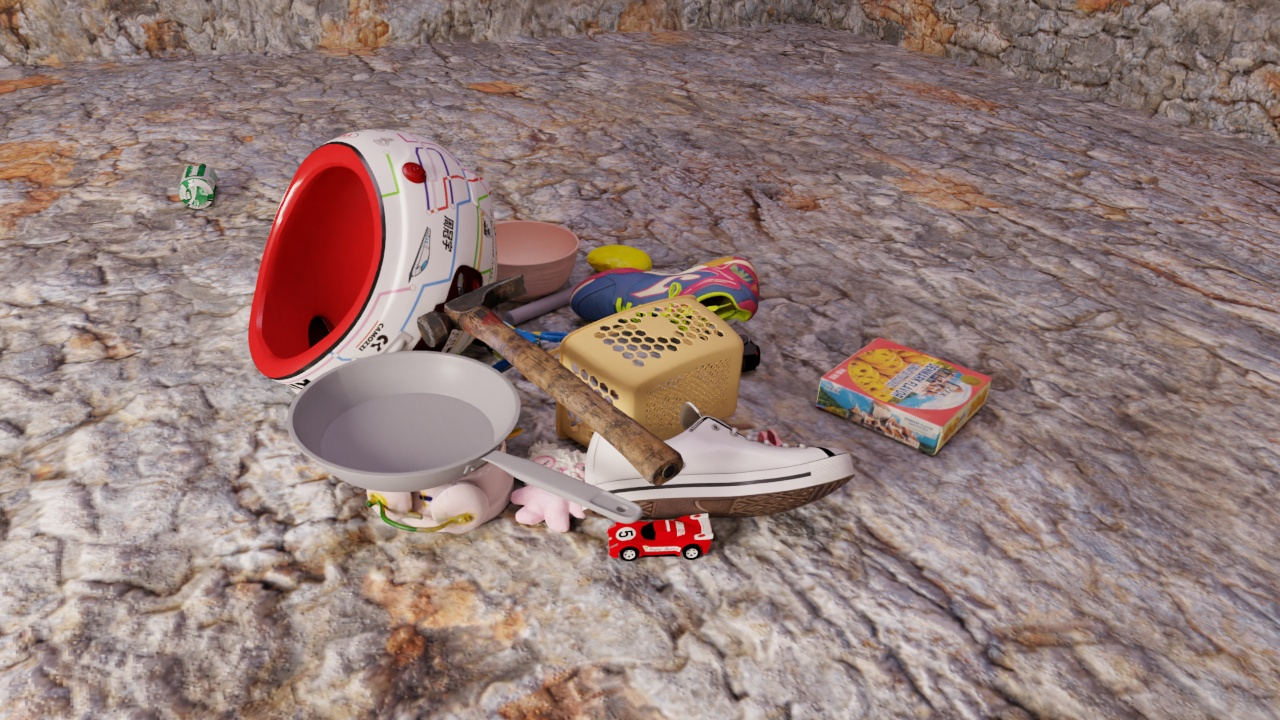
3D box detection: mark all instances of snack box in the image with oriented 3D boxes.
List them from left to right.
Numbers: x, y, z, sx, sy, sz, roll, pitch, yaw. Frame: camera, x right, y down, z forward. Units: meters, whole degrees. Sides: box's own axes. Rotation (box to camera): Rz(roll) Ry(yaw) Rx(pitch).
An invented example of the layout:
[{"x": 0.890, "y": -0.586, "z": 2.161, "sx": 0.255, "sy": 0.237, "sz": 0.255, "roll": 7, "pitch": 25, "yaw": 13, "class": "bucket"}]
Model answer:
[{"x": 0.297, "y": 0.035, "z": 1.031, "sx": 0.145, "sy": 0.040, "sz": 0.142, "roll": 24, "pitch": 35, "yaw": 33, "class": "snack box"}]

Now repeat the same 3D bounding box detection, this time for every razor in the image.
[{"x": -0.211, "y": -0.026, "z": 1.115, "sx": 0.144, "sy": 0.021, "sz": 0.043, "roll": 14, "pitch": 31, "yaw": 23, "class": "razor"}, {"x": -0.163, "y": 0.013, "z": 0.991, "sx": 0.141, "sy": 0.018, "sz": 0.043, "roll": -25, "pitch": 22, "yaw": 21, "class": "razor"}]

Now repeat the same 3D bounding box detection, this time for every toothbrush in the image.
[{"x": -0.104, "y": -0.084, "z": 1.228, "sx": 0.019, "sy": 0.018, "sz": 0.187, "roll": 24, "pitch": 36, "yaw": 36, "class": "toothbrush"}]

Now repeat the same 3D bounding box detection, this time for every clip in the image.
[{"x": 0.144, "y": 0.092, "z": 0.936, "sx": 0.045, "sy": 0.023, "sz": 0.059, "roll": 7, "pitch": 31, "yaw": -2, "class": "clip"}]

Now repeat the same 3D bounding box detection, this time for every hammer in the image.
[{"x": -0.073, "y": 0.011, "z": 0.827, "sx": 0.119, "sy": 0.033, "sz": 0.330, "roll": -31, "pitch": 44, "yaw": -26, "class": "hammer"}]

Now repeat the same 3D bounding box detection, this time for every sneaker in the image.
[{"x": 0.025, "y": -0.070, "z": 1.132, "sx": 0.242, "sy": 0.116, "sz": 0.090, "roll": -7, "pitch": 52, "yaw": 15, "class": "sneaker"}, {"x": 0.068, "y": 0.086, "z": 0.831, "sx": 0.245, "sy": 0.091, "sz": 0.097, "roll": -3, "pitch": 68, "yaw": -4, "class": "sneaker"}]

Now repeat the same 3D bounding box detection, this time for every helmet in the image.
[{"x": -0.275, "y": -0.094, "z": 1.017, "sx": 0.231, "sy": 0.314, "sz": 0.236, "roll": 0, "pitch": -15, "yaw": 31, "class": "helmet"}]

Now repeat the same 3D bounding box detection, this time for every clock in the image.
[{"x": -0.181, "y": 0.108, "z": 0.837, "sx": 0.117, "sy": 0.059, "sz": 0.157, "roll": 10, "pitch": 31, "yaw": 11, "class": "clock"}]

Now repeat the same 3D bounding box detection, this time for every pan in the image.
[{"x": -0.146, "y": 0.076, "z": 0.784, "sx": 0.357, "sy": 0.051, "sz": 0.200, "roll": 23, "pitch": 35, "yaw": 29, "class": "pan"}]

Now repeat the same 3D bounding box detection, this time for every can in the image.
[{"x": -0.720, "y": -0.285, "z": 1.494, "sx": 0.053, "sy": 0.053, "sz": 0.101, "roll": -7, "pitch": 31, "yaw": -17, "class": "can"}]

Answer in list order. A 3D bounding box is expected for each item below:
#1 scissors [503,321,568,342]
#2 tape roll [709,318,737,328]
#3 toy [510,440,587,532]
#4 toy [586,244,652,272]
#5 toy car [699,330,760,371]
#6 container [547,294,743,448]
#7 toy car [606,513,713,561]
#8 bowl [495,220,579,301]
[{"x": -0.145, "y": -0.033, "z": 1.116, "sx": 0.125, "sy": 0.014, "sz": 0.130, "roll": 0, "pitch": 11, "yaw": -38, "class": "scissors"}, {"x": 0.085, "y": -0.071, "z": 1.223, "sx": 0.094, "sy": 0.019, "sz": 0.093, "roll": 2, "pitch": 29, "yaw": -2, "class": "tape roll"}, {"x": -0.075, "y": 0.116, "z": 0.857, "sx": 0.096, "sy": 0.041, "sz": 0.108, "roll": 12, "pitch": 36, "yaw": 13, "class": "toy"}, {"x": -0.029, "y": -0.141, "z": 1.307, "sx": 0.095, "sy": 0.041, "sz": 0.094, "roll": 18, "pitch": 22, "yaw": 28, "class": "toy"}, {"x": 0.097, "y": -0.009, "z": 1.092, "sx": 0.092, "sy": 0.042, "sz": 0.036, "roll": 9, "pitch": 55, "yaw": 12, "class": "toy car"}, {"x": -0.006, "y": 0.006, "z": 0.964, "sx": 0.183, "sy": 0.129, "sz": 0.167, "roll": -20, "pitch": 37, "yaw": -35, "class": "container"}, {"x": 0.017, "y": 0.154, "z": 0.807, "sx": 0.089, "sy": 0.025, "sz": 0.038, "roll": 0, "pitch": 29, "yaw": -5, "class": "toy car"}, {"x": -0.158, "y": -0.128, "z": 1.243, "sx": 0.153, "sy": 0.076, "sz": 0.152, "roll": 2, "pitch": 31, "yaw": -1, "class": "bowl"}]
